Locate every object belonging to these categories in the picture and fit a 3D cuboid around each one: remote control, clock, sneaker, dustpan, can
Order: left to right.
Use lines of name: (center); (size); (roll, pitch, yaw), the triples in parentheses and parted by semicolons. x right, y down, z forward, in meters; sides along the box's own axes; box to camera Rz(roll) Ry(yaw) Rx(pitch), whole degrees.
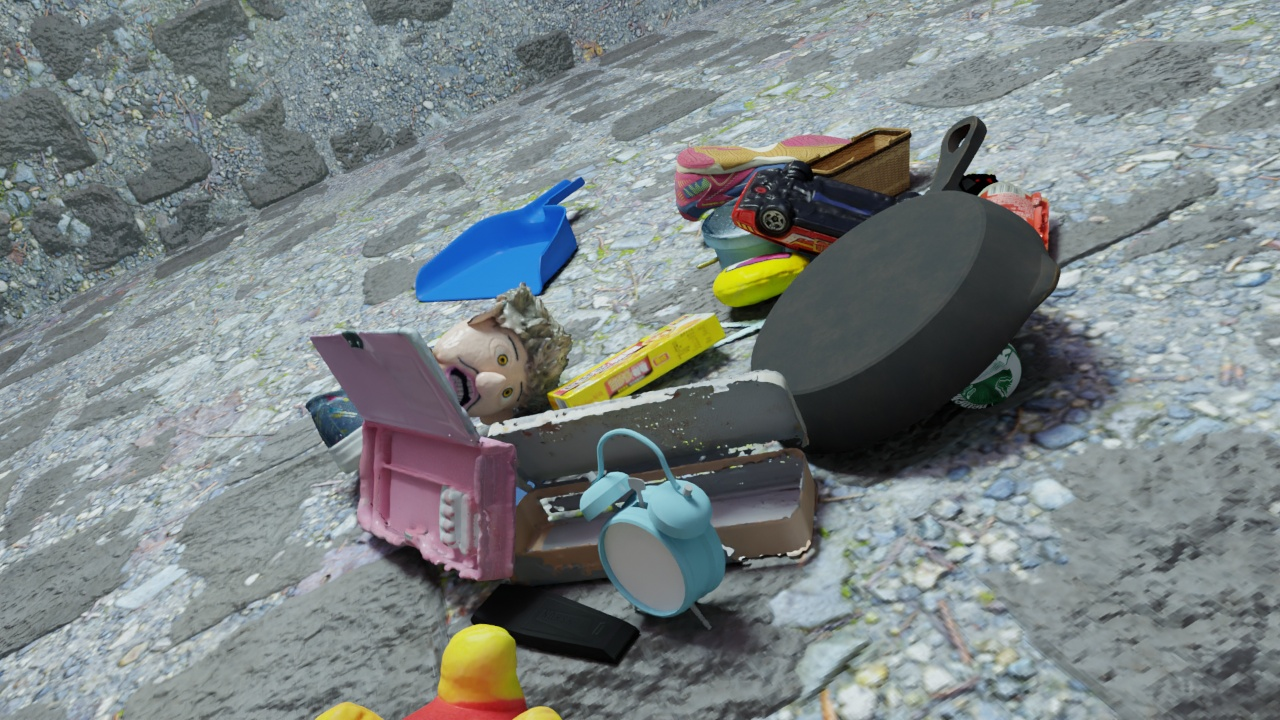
sneaker: (-0.240, 0.019, 0.891); (0.088, 0.079, 0.235); (-31, 13, 22)
dustpan: (-0.152, -0.172, 1.250); (0.246, 0.059, 0.256); (1, 33, 40)
remote control: (-0.056, 0.164, 0.575); (0.125, 0.010, 0.039); (2, 35, 40)
clock: (0.007, 0.094, 0.529); (0.088, 0.123, 0.041); (2, 24, 41)
sneaker: (0.154, -0.204, 1.051); (0.241, 0.091, 0.116); (-7, 29, -12)
clock: (0.139, -0.133, 0.929); (0.162, 0.060, 0.117); (-3, 33, 35)
can: (0.222, -0.010, 0.631); (0.053, 0.053, 0.101); (-18, 26, 11)

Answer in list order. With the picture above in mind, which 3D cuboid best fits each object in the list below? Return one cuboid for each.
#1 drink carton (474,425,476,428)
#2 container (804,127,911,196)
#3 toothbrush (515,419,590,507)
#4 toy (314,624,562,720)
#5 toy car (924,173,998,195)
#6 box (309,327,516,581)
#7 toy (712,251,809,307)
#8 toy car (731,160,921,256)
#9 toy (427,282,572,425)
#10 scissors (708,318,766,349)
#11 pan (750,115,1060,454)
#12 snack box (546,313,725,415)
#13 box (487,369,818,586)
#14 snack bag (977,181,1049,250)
drink carton: (-0.198, 0.067, 0.858); (0.069, 0.039, 0.122); (-33, 21, -18)
container: (0.231, -0.197, 0.971); (0.113, 0.061, 0.063); (-28, 26, -17)
toothbrush: (-0.074, 0.087, 0.731); (0.021, 0.016, 0.132); (12, 42, 39)
toy: (-0.085, 0.218, 0.395); (0.147, 0.099, 0.216); (-36, 25, -2)
toy car: (0.301, -0.159, 0.874); (0.091, 0.036, 0.042); (-35, 28, -24)
box: (-0.163, 0.056, 0.659); (0.059, 0.179, 0.233); (-19, 13, -33)
toy: (0.112, -0.076, 0.848); (0.094, 0.041, 0.095); (-14, 8, 43)
toy car: (0.181, -0.126, 0.829); (0.189, 0.056, 0.081); (17, 49, 15)
toy: (-0.135, 0.003, 0.801); (0.175, 0.133, 0.076); (-16, 29, -29)
scissors: (0.122, -0.040, 0.825); (0.132, 0.015, 0.109); (-6, 32, 43)
pan: (0.194, -0.083, 0.682); (0.249, 0.043, 0.354); (-20, 32, 50)
snack box: (-0.005, 0.005, 0.799); (0.152, 0.025, 0.075); (-30, 10, -14)
box: (0.003, 0.090, 0.603); (0.217, 0.094, 0.107); (-12, 55, 21)
snack bag: (0.291, -0.093, 0.758); (0.087, 0.044, 0.154); (-11, 32, 35)
